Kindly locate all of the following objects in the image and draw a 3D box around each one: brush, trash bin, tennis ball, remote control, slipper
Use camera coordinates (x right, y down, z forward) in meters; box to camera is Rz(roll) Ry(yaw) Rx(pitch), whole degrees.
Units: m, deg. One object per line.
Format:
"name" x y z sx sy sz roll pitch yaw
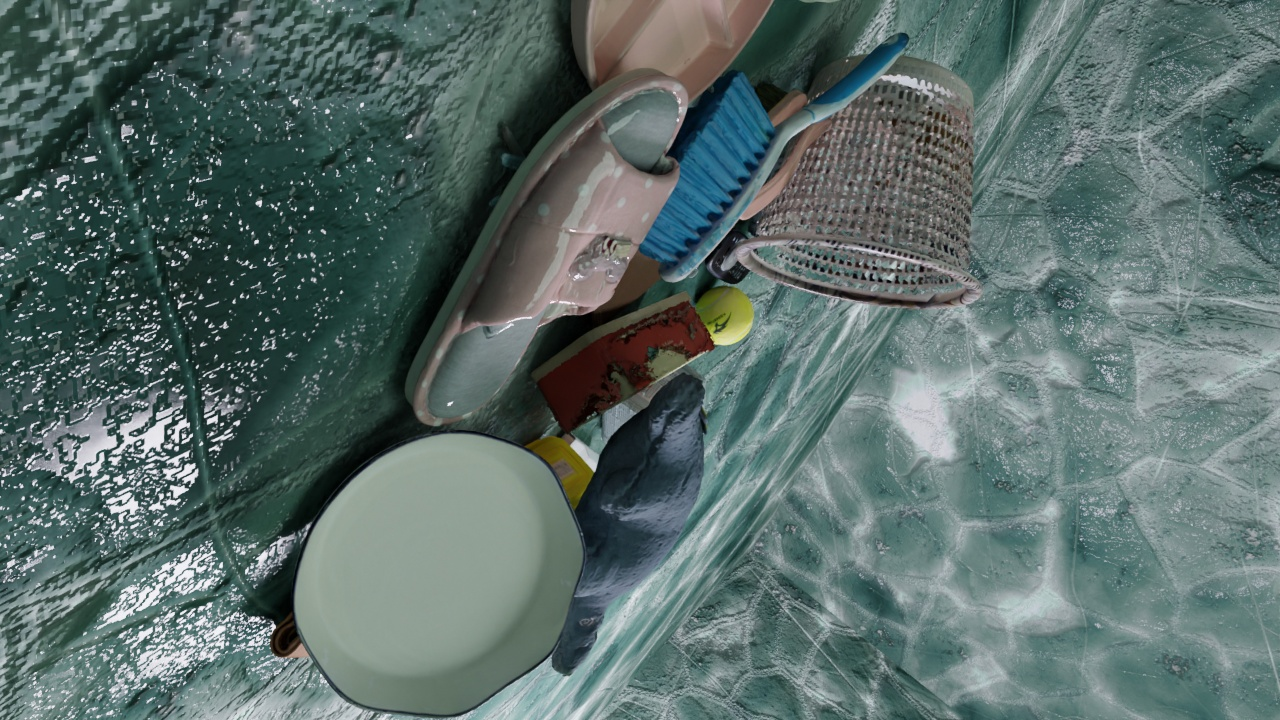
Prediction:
"brush" 0.100 -0.177 0.769 0.145 0.073 0.063 -46 161 -27
"trash bin" 0.219 -0.167 0.860 0.227 0.228 0.192 28 74 -73
"tennis ball" 0.092 -0.049 1.006 0.065 0.065 0.066 -46 162 -21
"remote control" -0.072 0.107 0.960 0.049 0.024 0.125 -52 162 -6
"brush" 0.098 -0.181 0.698 0.314 0.109 0.061 -53 -152 -16
"remote control" 0.093 -0.110 0.960 0.053 0.024 0.136 -54 162 7
"slipper" -0.055 -0.056 0.571 0.275 0.054 0.114 -52 157 18

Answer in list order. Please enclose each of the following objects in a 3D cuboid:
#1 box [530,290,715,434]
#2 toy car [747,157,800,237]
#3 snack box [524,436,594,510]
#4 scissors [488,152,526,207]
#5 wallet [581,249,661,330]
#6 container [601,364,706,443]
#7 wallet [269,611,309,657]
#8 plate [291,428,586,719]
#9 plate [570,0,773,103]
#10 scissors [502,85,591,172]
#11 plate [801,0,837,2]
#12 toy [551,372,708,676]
"box" -0.005 0.005 0.796 0.092 0.077 0.167 -33 177 35
"toy car" 0.139 -0.166 0.954 0.042 0.034 0.091 -13 123 -59
"snack box" -0.095 0.126 0.850 0.080 0.082 0.091 -51 167 29
"scissors" -0.043 -0.124 0.570 0.094 0.017 0.137 -59 157 16
"wallet" -0.012 -0.082 0.737 0.101 0.032 0.125 -44 161 -16
"container" 0.015 0.049 0.968 0.089 0.090 0.112 -45 158 -25
"wallet" -0.220 0.182 0.709 0.107 0.031 0.132 -51 168 -11
"plate" -0.139 0.147 0.647 0.204 0.205 0.046 -48 -153 -15
"plate" 0.036 -0.247 0.538 0.229 0.028 0.230 -46 162 -21
"scissors" -0.069 -0.095 0.593 0.176 0.012 0.162 -57 161 9
"plate" 0.184 -0.372 0.679 0.229 0.027 0.231 -47 162 -21
"toy" -0.008 0.128 0.773 0.357 0.091 0.137 -67 173 33
